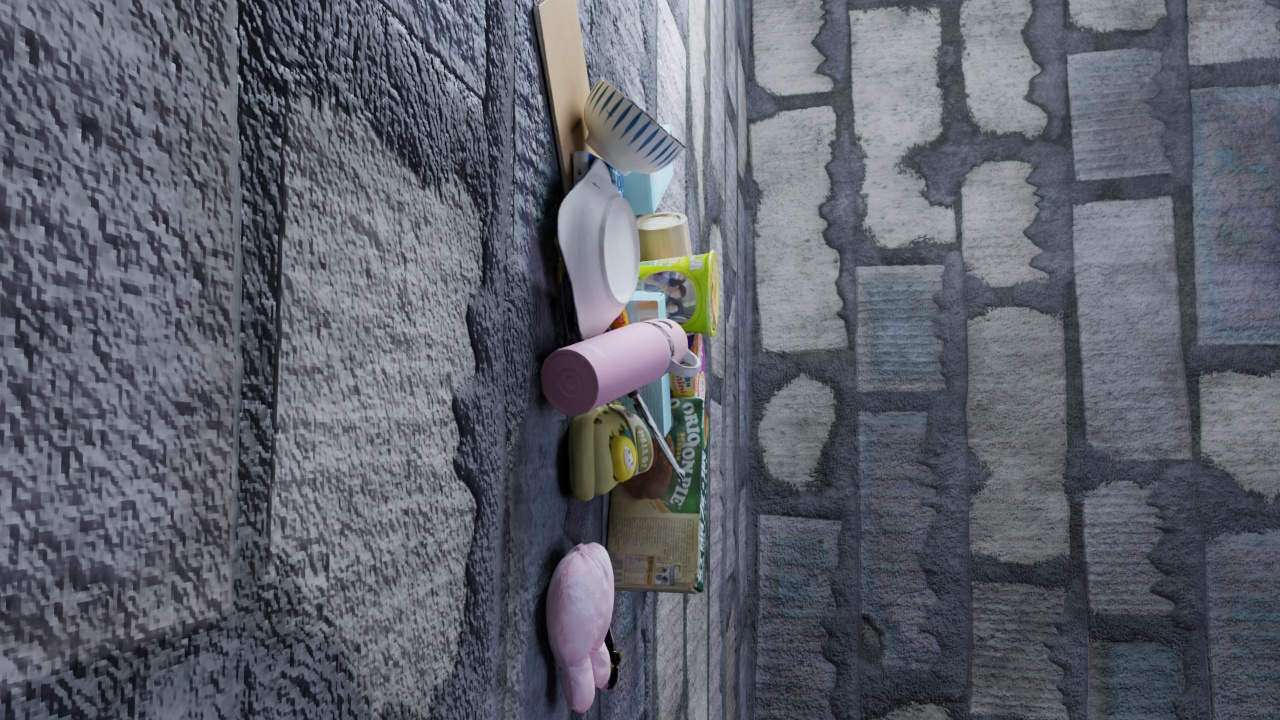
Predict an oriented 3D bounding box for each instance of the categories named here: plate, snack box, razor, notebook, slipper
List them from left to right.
[{"bbox_3d":[-0.073,-0.075,0.911,0.042,0.022,0.143,-14,104,-69],"label":"razor"},{"bbox_3d":[-0.073,-0.277,0.958,0.147,0.008,0.208,-72,158,-56],"label":"notebook"},{"bbox_3d":[-0.034,-0.112,0.940,0.163,0.034,0.164,-64,149,-52],"label":"plate"},{"bbox_3d":[-0.027,0.087,0.992,0.190,0.082,0.092,-51,137,-76],"label":"slipper"},{"bbox_3d":[-0.007,0.006,1.102,0.051,0.074,0.175,-47,136,-72],"label":"snack box"},{"bbox_3d":[0.005,-0.257,1.226,0.174,0.052,0.074,-68,156,-59],"label":"snack box"},{"bbox_3d":[0.023,0.167,1.144,0.063,0.114,0.239,59,32,-66],"label":"snack box"}]

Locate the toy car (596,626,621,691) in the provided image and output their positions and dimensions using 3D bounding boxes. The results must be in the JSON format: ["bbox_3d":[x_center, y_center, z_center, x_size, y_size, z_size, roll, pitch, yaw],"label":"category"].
[{"bbox_3d":[-0.049,0.293,0.988,0.056,0.037,0.122,32,46,-79],"label":"toy car"}]

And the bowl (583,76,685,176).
[{"bbox_3d":[-0.017,-0.242,0.987,0.066,0.116,0.116,-49,174,11],"label":"bowl"}]

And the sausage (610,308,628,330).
[{"bbox_3d":[-0.039,-0.097,1.024,0.021,0.021,0.165,-56,133,-70],"label":"sausage"}]

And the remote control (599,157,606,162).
[{"bbox_3d":[-0.034,-0.178,1.111,0.055,0.020,0.136,-46,134,-73],"label":"remote control"}]

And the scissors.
[{"bbox_3d":[-0.004,0.039,1.033,0.209,0.015,0.185,57,6,-39],"label":"scissors"}]

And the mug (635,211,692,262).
[{"bbox_3d":[0.026,-0.153,1.290,0.124,0.084,0.104,-121,-159,-62],"label":"mug"}]

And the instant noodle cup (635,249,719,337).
[{"bbox_3d":[0.035,-0.087,1.188,0.111,0.123,0.111,2,89,-79],"label":"instant noodle cup"}]

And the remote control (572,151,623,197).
[{"bbox_3d":[-0.045,-0.192,0.999,0.124,0.024,0.049,-3,91,-74],"label":"remote control"}]

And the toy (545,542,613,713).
[{"bbox_3d":[-0.057,0.258,0.897,0.121,0.054,0.159,-26,114,-69],"label":"toy"}]

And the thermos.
[{"bbox_3d":[-0.011,0.006,0.925,0.198,0.087,0.067,-20,138,-58],"label":"thermos"}]

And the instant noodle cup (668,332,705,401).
[{"bbox_3d":[0.033,0.015,1.235,0.111,0.099,0.111,1,89,-78],"label":"instant noodle cup"}]
